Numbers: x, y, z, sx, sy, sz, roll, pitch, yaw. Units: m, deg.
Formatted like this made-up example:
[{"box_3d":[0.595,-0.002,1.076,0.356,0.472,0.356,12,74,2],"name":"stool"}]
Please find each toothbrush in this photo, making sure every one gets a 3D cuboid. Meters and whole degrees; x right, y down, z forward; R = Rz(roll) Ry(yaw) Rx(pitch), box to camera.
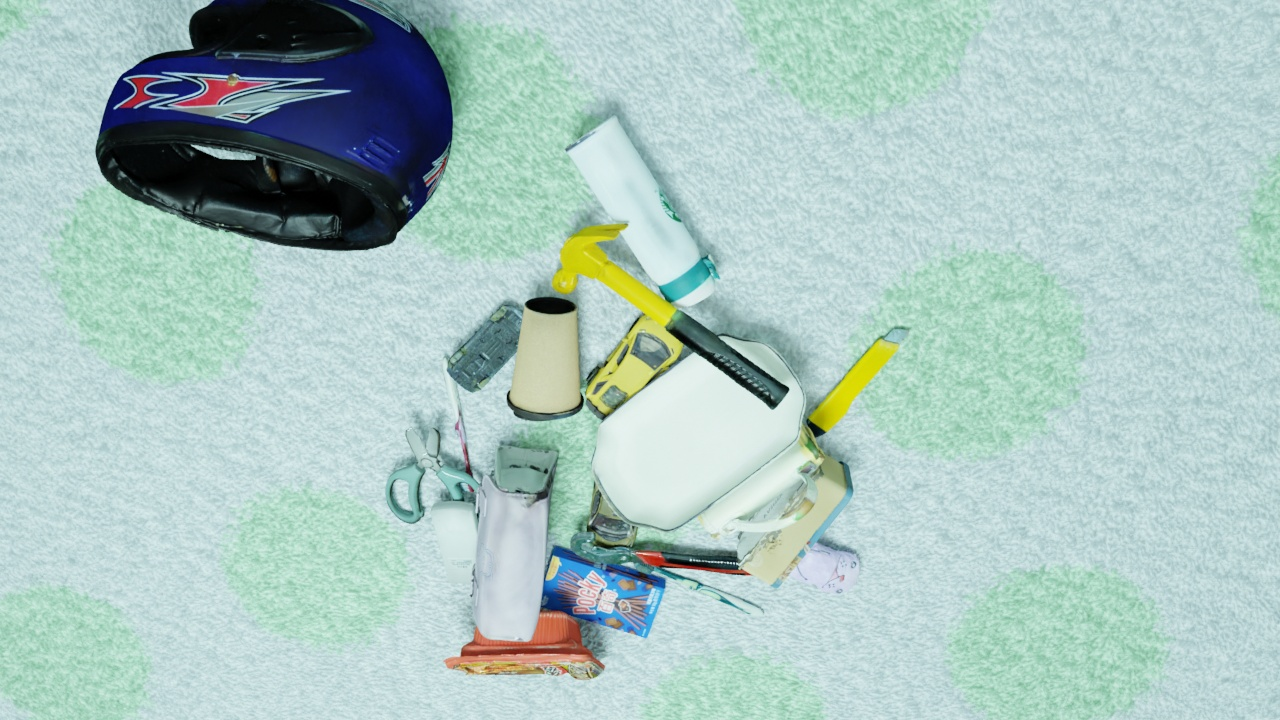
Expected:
[{"box_3d":[0.077,0.303,1.214,0.191,0.018,0.016,24,110,-4],"name":"toothbrush"},{"box_3d":[-0.233,0.083,1.160,0.017,0.016,0.188,-1,111,15],"name":"toothbrush"}]

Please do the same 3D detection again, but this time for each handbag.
[{"box_3d":[0.141,0.146,1.063,0.163,0.178,0.063,-39,116,10],"name":"handbag"},{"box_3d":[-0.156,0.222,1.126,0.098,0.145,0.197,5,106,-10],"name":"handbag"}]

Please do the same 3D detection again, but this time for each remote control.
[{"box_3d":[-0.235,0.239,1.200,0.056,0.019,0.135,-2,123,6],"name":"remote control"}]

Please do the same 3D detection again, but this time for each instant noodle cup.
[{"box_3d":[-0.148,0.375,1.198,0.189,0.165,0.079,-4,66,5],"name":"instant noodle cup"}]

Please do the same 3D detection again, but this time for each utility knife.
[{"box_3d":[0.259,0.026,1.099,0.033,0.015,0.174,34,108,-14],"name":"utility knife"}]

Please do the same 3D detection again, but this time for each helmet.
[{"box_3d":[-0.347,-0.258,0.920,0.315,0.248,0.240,9,68,-7],"name":"helmet"}]

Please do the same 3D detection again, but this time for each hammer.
[{"box_3d":[0.037,-0.046,1.025,0.301,0.032,0.129,36,140,3],"name":"hammer"}]

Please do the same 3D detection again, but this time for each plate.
[{"box_3d":[0.067,0.086,1.072,0.266,0.034,0.162,-38,72,7],"name":"plate"}]

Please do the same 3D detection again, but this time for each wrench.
[{"box_3d":[0.044,0.255,1.185,0.273,0.016,0.056,9,137,-6],"name":"wrench"}]

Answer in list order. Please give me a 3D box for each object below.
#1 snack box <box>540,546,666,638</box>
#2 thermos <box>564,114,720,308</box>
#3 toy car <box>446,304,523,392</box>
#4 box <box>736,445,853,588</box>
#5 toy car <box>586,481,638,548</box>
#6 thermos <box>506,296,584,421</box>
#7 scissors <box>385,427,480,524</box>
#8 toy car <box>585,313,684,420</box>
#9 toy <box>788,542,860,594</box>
[{"box_3d":[-0.052,0.309,1.222,0.157,0.026,0.085,17,111,-2],"name":"snack box"},{"box_3d":[0.007,-0.160,1.023,0.073,0.073,0.224,-31,105,14],"name":"thermos"},{"box_3d":[-0.181,-0.015,1.109,0.054,0.036,0.121,43,98,-10],"name":"toy car"},{"box_3d":[0.190,0.187,1.124,0.062,0.089,0.185,32,114,-7],"name":"box"},{"box_3d":[-0.028,0.178,1.166,0.070,0.042,0.158,9,113,2],"name":"toy car"},{"box_3d":[-0.110,0.002,1.076,0.093,0.093,0.143,6,113,2],"name":"thermos"},{"box_3d":[-0.280,0.154,1.170,0.170,0.019,0.177,-15,122,17],"name":"scissors"},{"box_3d":[-0.006,0.006,1.100,0.071,0.041,0.156,36,107,-10],"name":"toy car"},{"box_3d":[0.234,0.261,1.170,0.108,0.039,0.084,27,100,-20],"name":"toy"}]
